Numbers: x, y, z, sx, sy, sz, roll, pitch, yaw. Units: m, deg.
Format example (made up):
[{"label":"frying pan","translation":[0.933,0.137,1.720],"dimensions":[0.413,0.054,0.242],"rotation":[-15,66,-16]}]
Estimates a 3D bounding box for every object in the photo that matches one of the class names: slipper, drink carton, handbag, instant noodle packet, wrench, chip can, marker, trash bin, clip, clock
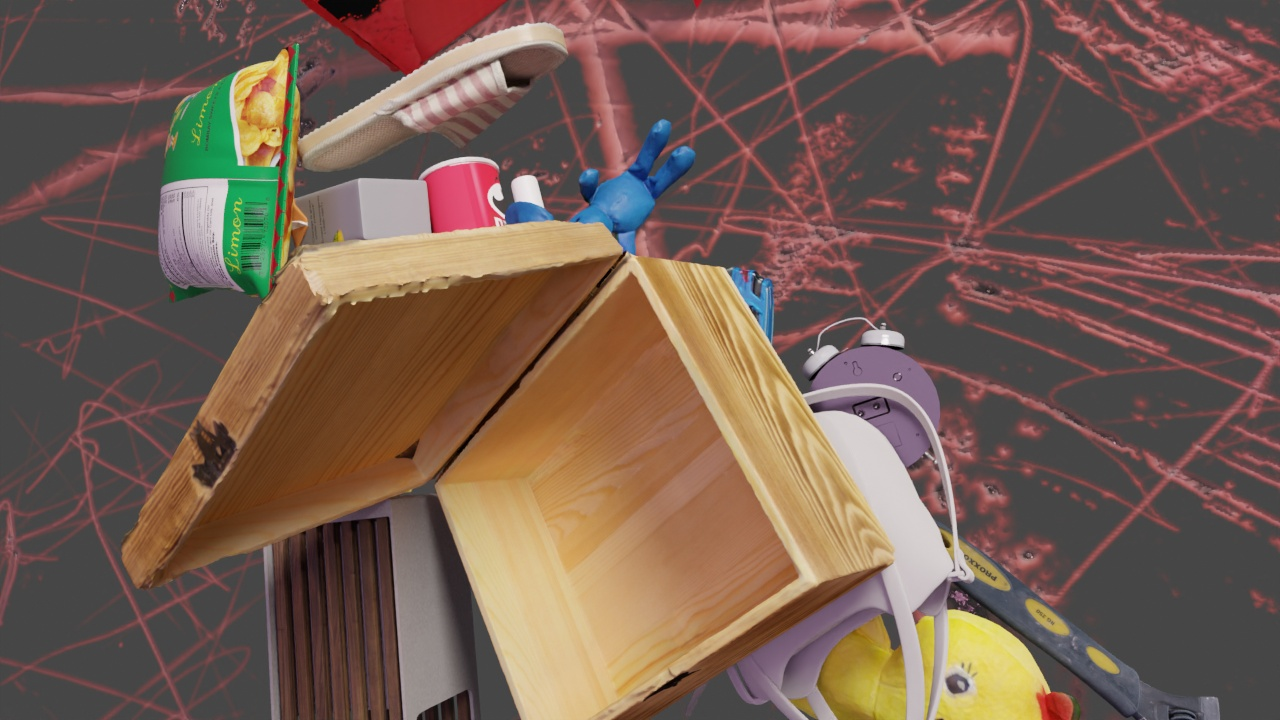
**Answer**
[{"label":"slipper","translation":[-0.178,-0.209,0.780],"dimensions":[0.263,0.114,0.052],"rotation":[-19,92,20]},{"label":"drink carton","translation":[-0.238,-0.121,0.778],"dimensions":[0.125,0.076,0.048],"rotation":[0,96,46]},{"label":"handbag","translation":[0.126,0.150,0.597],"dimensions":[0.216,0.095,0.222],"rotation":[-48,46,34]},{"label":"instant noodle packet","translation":[-0.352,-0.148,0.782],"dimensions":[0.253,0.090,0.195],"rotation":[3,89,46]},{"label":"wrench","translation":[0.297,0.200,0.622],"dimensions":[0.273,0.022,0.073],"rotation":[39,53,21]},{"label":"chip can","translation":[-0.128,-0.054,0.766],"dimensions":[0.069,0.069,0.220],"rotation":[-17,79,14]},{"label":"marker","translation":[-0.086,-0.091,0.779],"dimensions":[0.023,0.027,0.133],"rotation":[-26,74,48]},{"label":"trash bin","translation":[-0.211,0.227,0.735],"dimensions":[0.115,0.114,0.228],"rotation":[-9,81,15]},{"label":"clip","translation":[0.043,0.223,0.700],"dimensions":[0.058,0.052,0.102],"rotation":[26,93,-22]},{"label":"clock","translation":[0.169,0.028,0.686],"dimensions":[0.095,0.035,0.122],"rotation":[-20,78,14]}]

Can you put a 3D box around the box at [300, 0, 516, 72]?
[{"label":"box","translation":[-0.219,-0.369,0.755],"dimensions":[0.165,0.213,0.153],"rotation":[-32,76,11]}]

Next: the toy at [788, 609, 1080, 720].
[{"label":"toy","translation":[0.192,0.229,0.631],"dimensions":[0.208,0.092,0.134],"rotation":[6,98,27]}]

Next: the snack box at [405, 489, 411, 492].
[{"label":"snack box","translation":[-0.246,0.075,0.767],"dimensions":[0.061,0.105,0.083],"rotation":[-11,81,13]}]

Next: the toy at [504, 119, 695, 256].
[{"label":"toy","translation":[-0.034,-0.120,0.740],"dimensions":[0.113,0.071,0.176],"rotation":[44,86,3]}]

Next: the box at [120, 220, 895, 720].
[{"label":"box","translation":[-0.097,0.078,0.555],"dimensions":[0.280,0.333,0.286],"rotation":[-47,57,35]}]

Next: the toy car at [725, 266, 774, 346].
[{"label":"toy car","translation":[0.078,-0.012,0.707],"dimensions":[0.044,0.056,0.120],"rotation":[6,84,16]}]
